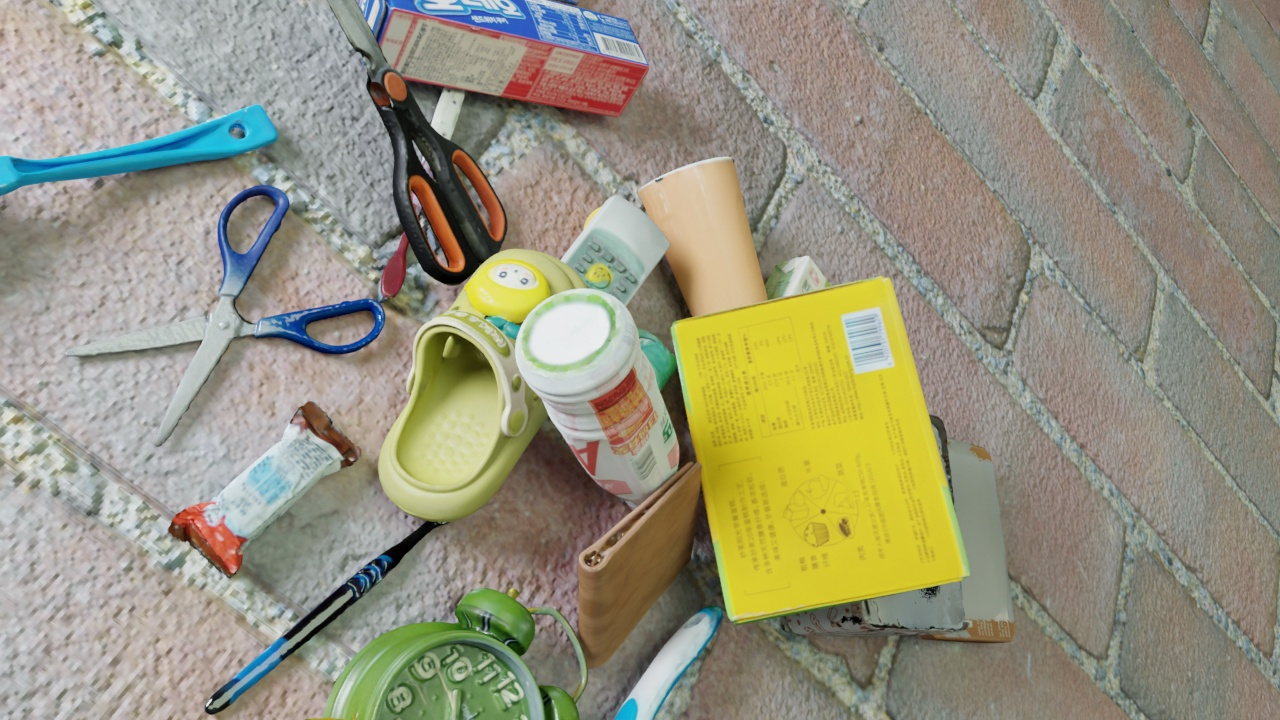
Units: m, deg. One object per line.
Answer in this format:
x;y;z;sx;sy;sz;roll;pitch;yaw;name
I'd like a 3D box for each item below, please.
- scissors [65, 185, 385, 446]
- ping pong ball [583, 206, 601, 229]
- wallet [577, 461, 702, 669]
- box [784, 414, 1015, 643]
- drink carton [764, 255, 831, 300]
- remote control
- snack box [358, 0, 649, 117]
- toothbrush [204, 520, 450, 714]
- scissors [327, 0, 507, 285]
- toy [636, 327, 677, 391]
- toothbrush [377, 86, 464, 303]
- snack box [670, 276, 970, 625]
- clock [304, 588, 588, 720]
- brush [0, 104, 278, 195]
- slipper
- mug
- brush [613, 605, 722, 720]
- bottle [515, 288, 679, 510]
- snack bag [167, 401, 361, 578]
-0.226;-0.028;0.525;0.174;0.012;0.162;8;71;-33;scissors
-0.022;-0.094;0.678;0.040;0.040;0.040;13;67;-32;ping pong ball
0.000;0.130;0.588;0.020;0.101;0.115;27;44;26;wallet
0.230;0.140;0.763;0.259;0.082;0.176;15;66;-36;box
0.115;-0.024;0.749;0.053;0.046;0.122;46;54;-25;drink carton
-0.036;-0.049;0.638;0.056;0.019;0.135;41;75;-16;remote control
-0.095;-0.226;0.654;0.207;0.058;0.057;-1;58;-37;snack box
-0.160;0.127;0.516;0.014;0.016;0.189;52;53;-3;toothbrush
-0.148;-0.162;0.587;0.148;0.022;0.235;-17;94;-61;scissors
-0.004;0.004;0.660;0.096;0.030;0.091;47;33;-4;toy
-0.146;-0.118;0.615;0.016;0.017;0.187;23;59;-24;toothbrush
0.117;0.062;0.634;0.158;0.070;0.210;-13;75;6;snack box
-0.097;0.196;0.511;0.160;0.056;0.116;-26;91;-39;clock
-0.310;-0.099;0.477;0.253;0.046;0.083;-29;88;-43;brush
-0.092;0.004;0.550;0.092;0.082;0.190;21;65;9;slipper
0.054;-0.087;0.714;0.078;0.078;0.123;-20;91;-39;mug
-0.028;0.271;0.530;0.313;0.061;0.109;-29;98;-42;brush
-0.014;0.039;0.565;0.197;0.068;0.068;66;36;-53;bottle
-0.201;0.068;0.499;0.045;0.026;0.105;44;52;-4;snack bag
